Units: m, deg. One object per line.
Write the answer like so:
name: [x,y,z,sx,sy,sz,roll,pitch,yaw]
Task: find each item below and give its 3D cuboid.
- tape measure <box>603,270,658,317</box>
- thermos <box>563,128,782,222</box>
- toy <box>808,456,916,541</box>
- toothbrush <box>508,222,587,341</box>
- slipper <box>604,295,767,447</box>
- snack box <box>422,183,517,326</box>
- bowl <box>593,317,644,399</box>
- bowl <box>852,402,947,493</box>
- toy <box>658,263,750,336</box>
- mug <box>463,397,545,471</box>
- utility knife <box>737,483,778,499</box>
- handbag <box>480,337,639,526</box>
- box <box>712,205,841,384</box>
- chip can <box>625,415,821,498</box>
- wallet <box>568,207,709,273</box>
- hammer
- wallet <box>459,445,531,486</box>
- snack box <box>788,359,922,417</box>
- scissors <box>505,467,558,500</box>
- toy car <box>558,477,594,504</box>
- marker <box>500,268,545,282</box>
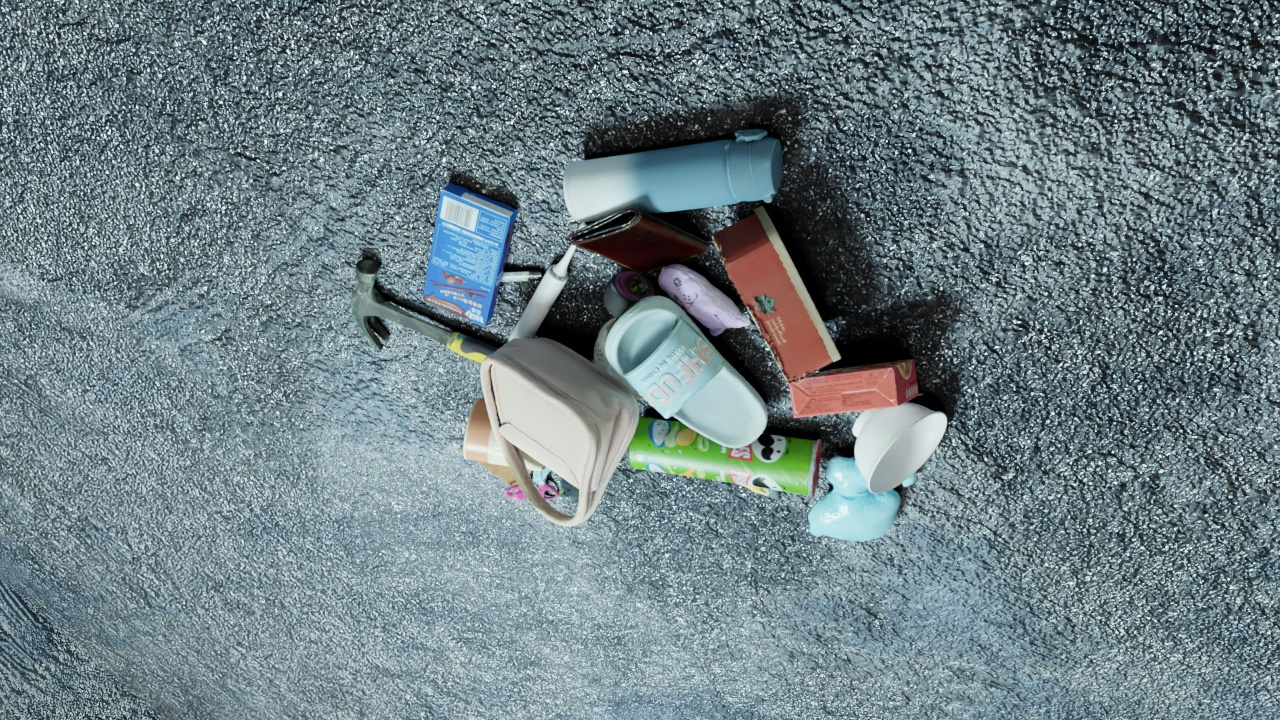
tape measure: [-0.012,-0.070,1.034,0.058,0.056,0.039,24,136,-11]
thermos: [0.032,-0.182,0.911,0.221,0.070,0.070,-3,128,25]
toy: [0.273,0.175,1.141,0.162,0.049,0.156,-20,120,26]
toothbrush: [-0.107,-0.085,1.082,0.026,0.026,0.222,22,136,-15]
slipper: [0.057,0.028,1.034,0.104,0.074,0.245,-41,120,16]
snack box: [-0.202,-0.121,1.073,0.084,0.026,0.157,22,126,3]
bowl: [-0.007,0.006,1.098,0.113,0.062,0.114,11,132,12]
bowl: [0.280,0.086,1.036,0.065,0.118,0.118,46,146,34]
toy: [0.064,-0.068,1.016,0.108,0.038,0.084,37,160,-11]
mug: [-0.173,0.086,1.230,0.106,0.081,0.114,11,99,2]
utility knife: [0.104,0.143,1.212,0.173,0.018,0.031,24,129,7]
handbag: [-0.106,0.104,1.114,0.193,0.093,0.235,30,128,31]
box: [0.132,-0.063,0.946,0.079,0.091,0.168,-27,118,10]
chip can: [0.103,0.118,1.145,0.236,0.072,0.072,7,132,18]
wallet: [-0.001,-0.122,0.964,0.097,0.020,0.122,-14,160,37]
hammer: [-0.225,-0.018,1.189,0.323,0.031,0.126,24,135,0]
wallet: [-0.194,0.127,1.316,0.101,0.020,0.116,37,131,-11]
snack box: [0.237,0.029,0.999,0.113,0.127,0.044,-9,90,28]
scissors: [-0.138,0.173,1.319,0.096,0.017,0.138,16,141,-27]
toy car: [-0.085,0.168,1.296,0.054,0.036,0.121,20,145,4]
marker: [-0.172,-0.103,1.103,0.124,0.015,0.018,1,131,18]
